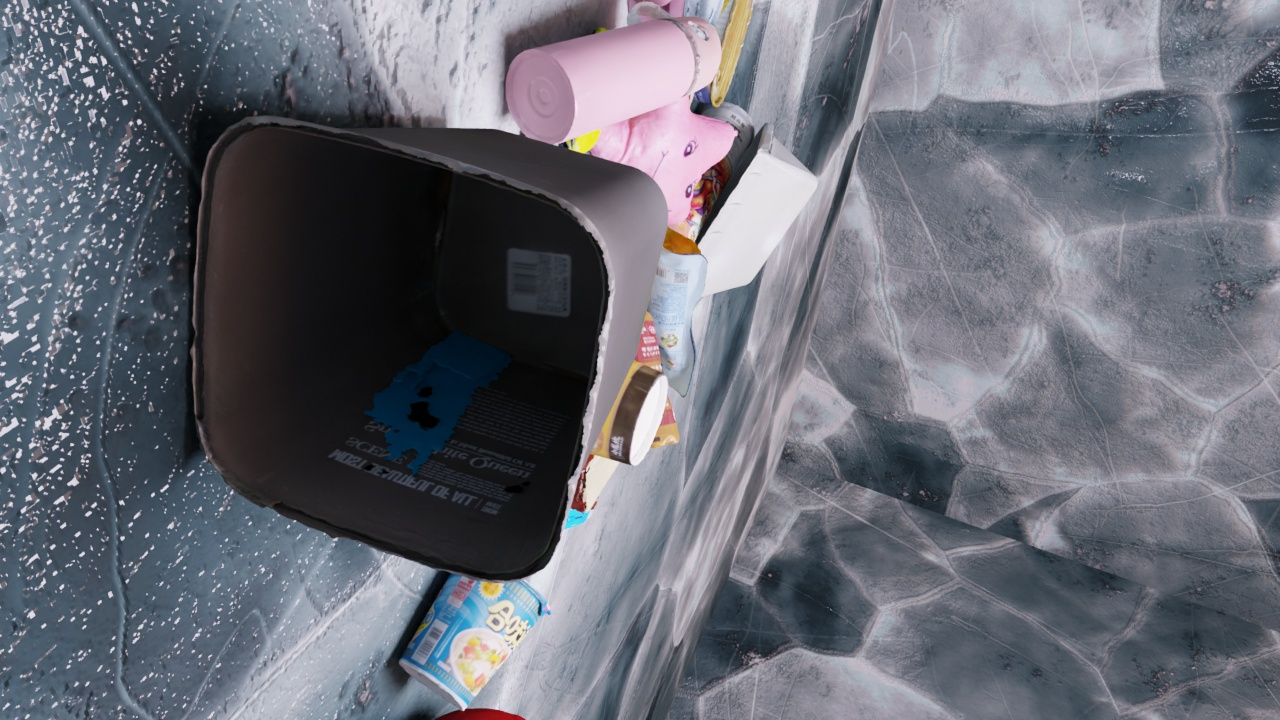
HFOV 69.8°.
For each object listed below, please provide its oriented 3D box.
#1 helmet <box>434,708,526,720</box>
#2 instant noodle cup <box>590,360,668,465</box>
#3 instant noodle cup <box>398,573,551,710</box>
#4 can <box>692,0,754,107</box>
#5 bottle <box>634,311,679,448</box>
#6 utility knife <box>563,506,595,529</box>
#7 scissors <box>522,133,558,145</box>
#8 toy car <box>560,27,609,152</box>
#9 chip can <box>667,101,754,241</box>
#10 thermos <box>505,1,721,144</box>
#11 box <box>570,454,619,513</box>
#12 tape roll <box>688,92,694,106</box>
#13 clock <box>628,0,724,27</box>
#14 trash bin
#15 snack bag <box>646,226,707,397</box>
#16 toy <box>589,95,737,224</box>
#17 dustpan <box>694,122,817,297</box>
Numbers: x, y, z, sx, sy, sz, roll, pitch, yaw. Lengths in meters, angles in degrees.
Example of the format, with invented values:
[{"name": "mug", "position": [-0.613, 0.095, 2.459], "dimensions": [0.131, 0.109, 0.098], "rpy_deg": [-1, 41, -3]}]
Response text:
[{"name": "helmet", "position": [-0.174, 0.418, 0.822], "dimensions": [0.239, 0.144, 0.207], "rpy_deg": [-49, 156, -23]}, {"name": "instant noodle cup", "position": [-0.042, 0.038, 0.877], "dimensions": [0.118, 0.114, 0.118], "rpy_deg": [19, 89, -75]}, {"name": "instant noodle cup", "position": [-0.148, 0.235, 0.795], "dimensions": [0.109, 0.099, 0.099], "rpy_deg": [-53, 158, -28]}, {"name": "can", "position": [0.079, -0.347, 0.971], "dimensions": [0.074, 0.049, 0.148], "rpy_deg": [-14, 121, -72]}, {"name": "bottle", "position": [-0.006, 0.006, 0.951], "dimensions": [0.057, 0.057, 0.175], "rpy_deg": [2, 75, -74]}, {"name": "utility knife", "position": [-0.081, 0.185, 1.101], "dimensions": [0.178, 0.018, 0.034], "rpy_deg": [26, 82, -76]}, {"name": "scissors", "position": [-0.103, -0.089, 0.699], "dimensions": [0.178, 0.019, 0.171], "rpy_deg": [-51, 156, -55]}, {"name": "toy car", "position": [-0.037, -0.218, 0.753], "dimensions": [0.048, 0.032, 0.105], "rpy_deg": [7, 103, -75]}, {"name": "chip can", "position": [0.060, -0.200, 1.037], "dimensions": [0.071, 0.071, 0.214], "rpy_deg": [87, 27, -54]}, {"name": "thermos", "position": [-0.017, -0.225, 0.693], "dimensions": [0.198, 0.087, 0.067], "rpy_deg": [-36, 176, -43]}, {"name": "box", "position": [-0.042, 0.082, 0.999], "dimensions": [0.091, 0.077, 0.167], "rpy_deg": [92, 23, -44]}, {"name": "tape roll", "position": [0.020, -0.250, 0.891], "dimensions": [0.085, 0.014, 0.086], "rpy_deg": [-40, 153, -25]}, {"name": "clock", "position": [0.031, -0.341, 0.794], "dimensions": [0.158, 0.060, 0.117], "rpy_deg": [46, 65, -75]}, {"name": "trash bin", "position": [-0.091, -0.030, 0.507], "dimensions": [0.219, 0.199, 0.199], "rpy_deg": [-53, 158, -67]}, {"name": "snack bag", "position": [0.018, -0.054, 0.990], "dimensions": [0.038, 0.110, 0.191], "rpy_deg": [-48, 152, -43]}, {"name": "toy", "position": [0.022, -0.196, 0.860], "dimensions": [0.178, 0.074, 0.195], "rpy_deg": [-29, 144, -26]}, {"name": "dustpan", "position": [0.096, -0.192, 1.117], "dimensions": [0.257, 0.142, 0.223], "rpy_deg": [-9, 138, -55]}]
